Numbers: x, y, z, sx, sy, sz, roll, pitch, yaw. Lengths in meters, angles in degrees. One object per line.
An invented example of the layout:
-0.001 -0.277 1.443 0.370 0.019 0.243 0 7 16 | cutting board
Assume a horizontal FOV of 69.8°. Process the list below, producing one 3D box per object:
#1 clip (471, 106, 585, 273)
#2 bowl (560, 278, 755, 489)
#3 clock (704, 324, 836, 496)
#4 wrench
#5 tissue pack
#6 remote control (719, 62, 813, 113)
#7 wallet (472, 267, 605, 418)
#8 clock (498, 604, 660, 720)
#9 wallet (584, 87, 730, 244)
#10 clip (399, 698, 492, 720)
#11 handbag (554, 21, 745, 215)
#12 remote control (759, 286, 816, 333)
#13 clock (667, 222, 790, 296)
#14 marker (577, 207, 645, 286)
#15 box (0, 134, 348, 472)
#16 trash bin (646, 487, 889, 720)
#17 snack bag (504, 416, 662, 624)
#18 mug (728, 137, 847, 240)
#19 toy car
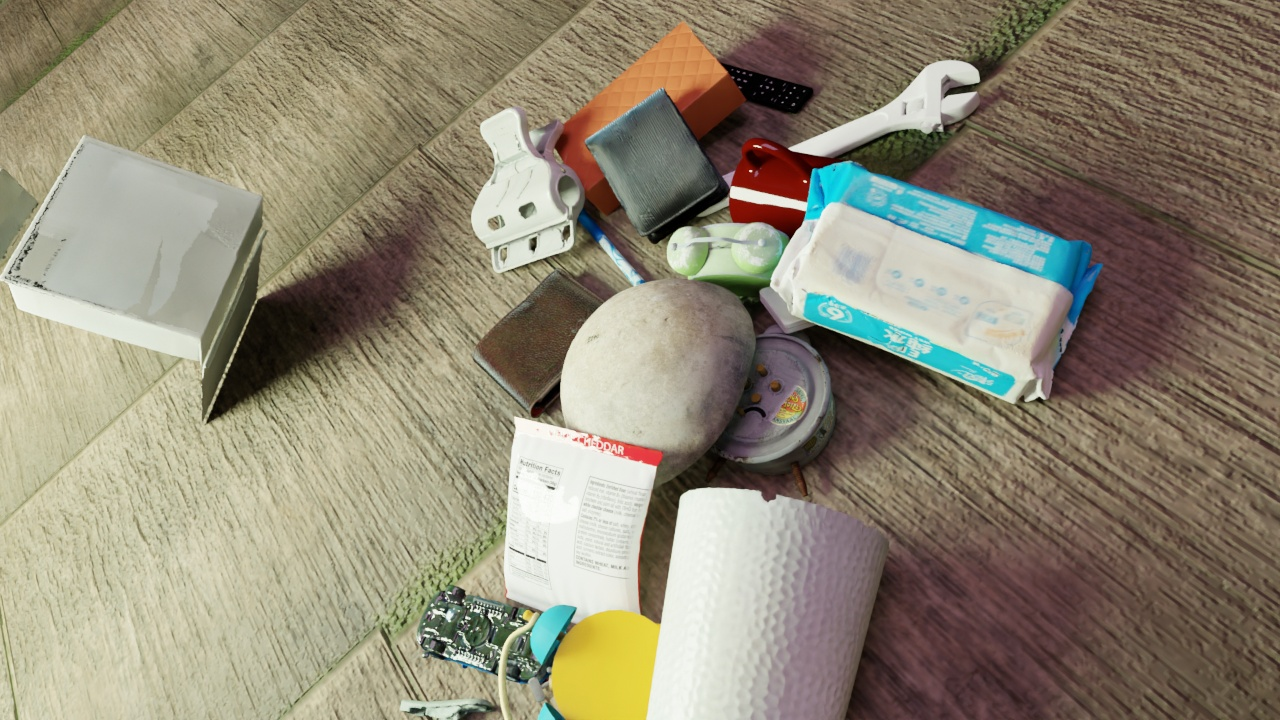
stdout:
-0.110 -0.164 0.875 0.125 0.075 0.144 -9 84 41 | clip
-0.004 0.004 0.692 0.179 0.081 0.178 -33 39 31 | bowl
0.097 0.021 0.682 0.104 0.056 0.147 4 63 31 | clock
0.166 -0.190 0.812 0.274 0.018 0.066 -22 52 15 | wrench
0.199 -0.059 0.642 0.209 0.066 0.116 24 71 13 | tissue pack
0.105 -0.270 0.899 0.140 0.009 0.030 31 77 38 | remote control
-0.084 -0.019 0.820 0.120 0.031 0.099 -46 54 -8 | wallet
-0.030 0.211 0.612 0.129 0.044 0.099 -7 74 -1 | clock
0.013 -0.175 0.825 0.089 0.026 0.115 -33 84 13 | wallet
-0.143 0.263 0.670 0.076 0.023 0.045 -12 57 23 | clip
0.003 -0.236 0.892 0.172 0.060 0.108 -38 57 11 | handbag
0.162 -0.058 0.697 0.135 0.011 0.050 -18 40 -7 | remote control
0.077 -0.081 0.730 0.094 0.119 0.042 0 80 29 | clock
-0.030 -0.107 0.860 0.013 0.013 0.142 -38 50 0 | marker
-0.440 -0.038 0.946 0.172 0.381 0.167 4 60 10 | box
0.070 0.175 0.554 0.133 0.133 0.161 4 66 29 | trash bin
-0.048 0.123 0.667 0.131 0.039 0.144 10 101 32 | snack bag
0.121 -0.142 0.745 0.083 0.106 0.073 20 73 35 | mug
-0.109 0.206 0.675 0.120 0.043 0.056 7 63 27 | toy car
